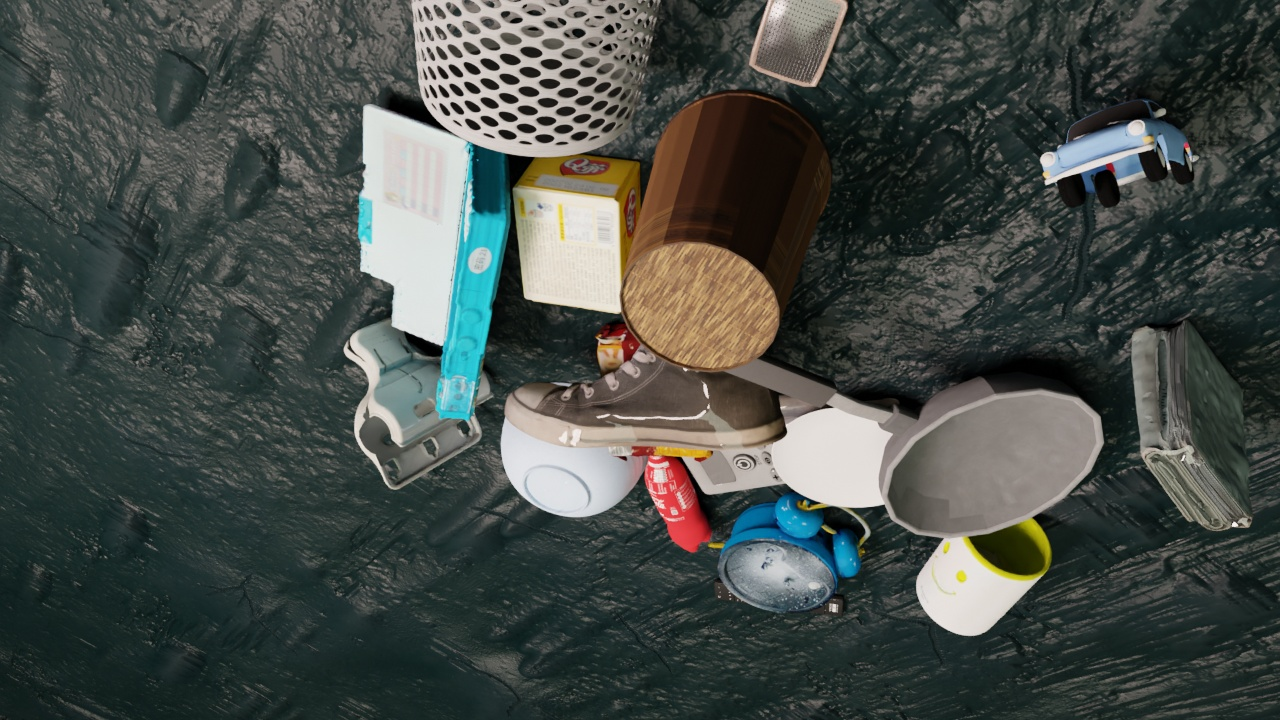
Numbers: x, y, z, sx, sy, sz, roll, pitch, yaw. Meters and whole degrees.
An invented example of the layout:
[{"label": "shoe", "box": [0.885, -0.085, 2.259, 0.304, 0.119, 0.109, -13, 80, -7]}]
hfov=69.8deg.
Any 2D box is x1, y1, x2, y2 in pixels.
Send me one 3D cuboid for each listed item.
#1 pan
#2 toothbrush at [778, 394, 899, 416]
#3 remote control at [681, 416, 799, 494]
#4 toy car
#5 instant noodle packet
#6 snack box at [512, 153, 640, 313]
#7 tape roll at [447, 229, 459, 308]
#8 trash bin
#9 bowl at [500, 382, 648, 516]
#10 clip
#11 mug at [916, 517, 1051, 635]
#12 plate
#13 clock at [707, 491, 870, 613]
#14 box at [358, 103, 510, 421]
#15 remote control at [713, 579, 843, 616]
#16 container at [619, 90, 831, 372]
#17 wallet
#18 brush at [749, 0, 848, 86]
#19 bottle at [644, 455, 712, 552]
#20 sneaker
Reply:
[{"label": "pan", "box": [0.203, 0.046, 0.707, 0.357, 0.041, 0.179, 20, 126, -26]}, {"label": "toothbrush", "box": [0.131, 0.039, 0.807, 0.186, 0.022, 0.024, -3, 165, 19]}, {"label": "remote control", "box": [0.113, 0.088, 0.856, 0.151, 0.019, 0.074, -13, 125, 28]}, {"label": "toy car", "box": [0.283, -0.123, 0.540, 0.056, 0.153, 0.055, -17, 87, 40]}, {"label": "instant noodle packet", "box": [0.013, 0.031, 0.808, 0.099, 0.039, 0.135, 2, 113, 21]}, {"label": "snack box", "box": [-0.046, -0.099, 0.713, 0.084, 0.061, 0.106, 10, 133, 11]}, {"label": "tape roll", "box": [-0.184, -0.086, 0.805, 0.093, 0.013, 0.093, 9, 133, 10]}, {"label": "trash bin", "box": [-0.060, -0.234, 0.538, 0.156, 0.156, 0.184, 16, 136, 4]}, {"label": "bowl", "box": [-0.072, 0.101, 0.891, 0.151, 0.074, 0.151, 9, 132, 10]}, {"label": "clip", "box": [-0.205, 0.026, 0.846, 0.105, 0.126, 0.152, -13, 101, 36]}, {"label": "mug", "box": [0.311, 0.190, 0.839, 0.082, 0.082, 0.106, 18, 135, 2]}, {"label": "plate", "box": [0.184, 0.084, 0.806, 0.134, 0.011, 0.135, 8, 136, 8]}, {"label": "clock", "box": [0.152, 0.188, 0.907, 0.117, 0.060, 0.162, 42, 128, -18]}, {"label": "box", "box": [-0.161, -0.079, 0.755, 0.171, 0.084, 0.228, 47, 140, 26]}, {"label": "remote control", "box": [0.150, 0.259, 1.003, 0.140, 0.009, 0.030, 4, 131, 15]}, {"label": "container", "box": [0.055, -0.084, 0.621, 0.132, 0.166, 0.132, 9, 133, 10]}, {"label": "wallet", "box": [0.389, 0.045, 0.650, 0.100, 0.131, 0.054, 42, 134, -18]}, {"label": "brush", "box": [0.109, -0.236, 0.573, 0.050, 0.015, 0.136, 19, 134, 2]}, {"label": "bottle", "box": [0.033, 0.132, 0.906, 0.042, 0.041, 0.142, -7, 127, 23]}, {"label": "sneaker", "box": [-0.004, 0.005, 0.733, 0.235, 0.095, 0.120, 0, 101, 27]}]
